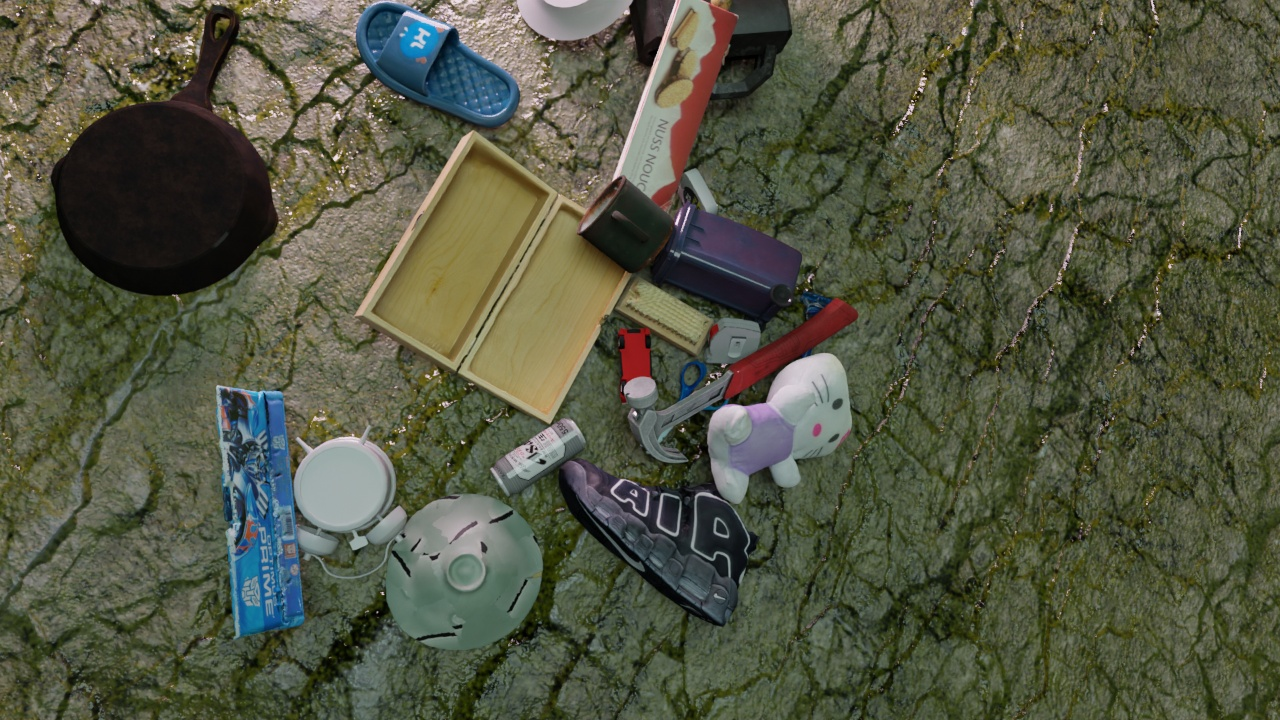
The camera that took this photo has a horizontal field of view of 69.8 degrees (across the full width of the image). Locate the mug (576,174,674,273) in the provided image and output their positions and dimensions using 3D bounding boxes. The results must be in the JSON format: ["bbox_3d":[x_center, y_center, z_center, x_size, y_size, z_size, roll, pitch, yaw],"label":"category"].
[{"bbox_3d":[-0.013,-0.150,1.037,0.081,0.111,0.085,37,94,-18],"label":"mug"}]

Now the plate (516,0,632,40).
[{"bbox_3d":[-0.080,-0.480,1.130,0.173,0.019,0.172,-4,80,19],"label":"plate"}]

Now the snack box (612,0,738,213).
[{"bbox_3d":[0.034,-0.288,1.090,0.076,0.044,0.273,19,99,-10],"label":"snack box"}]

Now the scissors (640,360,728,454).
[{"bbox_3d":[0.042,0.059,1.097,0.134,0.016,0.073,-41,93,-9],"label":"scissors"}]

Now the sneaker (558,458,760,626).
[{"bbox_3d":[0.035,0.167,1.036,0.252,0.097,0.150,41,70,-1],"label":"sneaker"}]

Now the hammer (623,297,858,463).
[{"bbox_3d":[0.128,0.013,1.077,0.315,0.036,0.126,-29,129,-17],"label":"hammer"}]

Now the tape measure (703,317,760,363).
[{"bbox_3d":[0.111,-0.021,1.098,0.060,0.062,0.020,2,43,-9],"label":"tape measure"}]

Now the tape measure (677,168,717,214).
[{"bbox_3d":[0.069,-0.195,1.121,0.016,0.064,0.065,-26,77,-13],"label":"tape measure"}]

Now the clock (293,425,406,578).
[{"bbox_3d":[-0.318,0.156,0.995,0.120,0.061,0.159,-10,86,-11],"label":"clock"}]

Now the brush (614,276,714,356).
[{"bbox_3d":[0.031,-0.055,1.100,0.117,0.039,0.049,31,75,-4],"label":"brush"}]

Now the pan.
[{"bbox_3d":[-0.525,-0.250,1.040,0.248,0.043,0.355,13,78,-7],"label":"pan"}]

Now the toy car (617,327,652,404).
[{"bbox_3d":[-0.006,0.007,1.090,0.038,0.025,0.089,-1,79,-10],"label":"toy car"}]

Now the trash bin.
[{"bbox_3d":[0.100,-0.111,1.095,0.161,0.094,0.092,21,67,-7],"label":"trash bin"}]

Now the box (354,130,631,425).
[{"bbox_3d":[-0.155,-0.092,1.061,0.257,0.076,0.246,31,77,-12],"label":"box"}]

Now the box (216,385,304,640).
[{"bbox_3d":[-0.386,0.152,0.934,0.075,0.167,0.243,-5,81,-24],"label":"box"}]

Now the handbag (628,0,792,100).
[{"bbox_3d":[0.091,-0.419,1.145,0.197,0.102,0.199,-9,81,-11],"label":"handbag"}]

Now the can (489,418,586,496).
[{"bbox_3d":[-0.116,0.109,1.042,0.106,0.044,0.044,-33,86,-14],"label":"can"}]

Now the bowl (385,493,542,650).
[{"bbox_3d":[-0.190,0.230,0.996,0.174,0.068,0.174,2,78,-11],"label":"bowl"}]

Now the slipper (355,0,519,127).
[{"bbox_3d":[-0.245,-0.354,1.101,0.213,0.059,0.103,32,78,-4],"label":"slipper"}]

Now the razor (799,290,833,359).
[{"bbox_3d":[0.207,-0.017,1.133,0.044,0.018,0.140,17,77,-7],"label":"razor"}]

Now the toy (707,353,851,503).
[{"bbox_3d":[0.159,0.075,1.045,0.208,0.085,0.138,-22,121,-35],"label":"toy"}]
